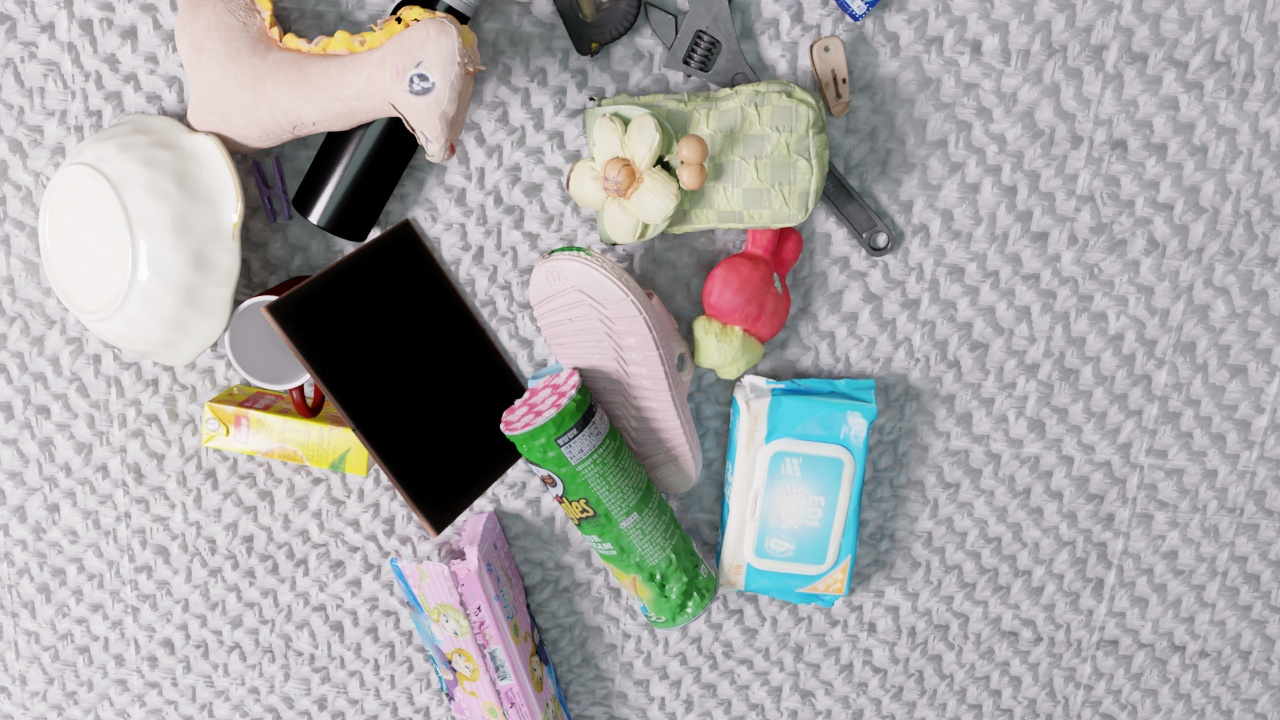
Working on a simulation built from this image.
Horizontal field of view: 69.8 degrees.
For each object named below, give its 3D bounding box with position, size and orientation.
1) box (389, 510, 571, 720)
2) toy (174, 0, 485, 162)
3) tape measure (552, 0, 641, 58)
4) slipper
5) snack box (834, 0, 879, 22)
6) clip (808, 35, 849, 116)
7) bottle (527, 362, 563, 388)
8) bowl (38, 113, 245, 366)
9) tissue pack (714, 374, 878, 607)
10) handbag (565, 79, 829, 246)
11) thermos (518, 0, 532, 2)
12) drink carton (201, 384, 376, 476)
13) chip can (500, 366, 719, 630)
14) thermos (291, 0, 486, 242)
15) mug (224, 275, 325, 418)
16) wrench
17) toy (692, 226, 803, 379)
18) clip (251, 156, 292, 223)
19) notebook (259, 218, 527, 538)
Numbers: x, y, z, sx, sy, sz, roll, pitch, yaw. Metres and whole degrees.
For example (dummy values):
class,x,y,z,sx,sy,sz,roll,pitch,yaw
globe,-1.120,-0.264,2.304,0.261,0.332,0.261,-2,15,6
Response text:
class,x,y,z,sx,sy,sz,roll,pitch,yaw
box,-0.140,0.256,0.796,0.097,0.085,0.230,-15,105,7
toy,-0.227,-0.217,0.625,0.265,0.065,0.196,-5,102,29
tape measure,-0.030,-0.262,0.669,0.063,0.038,0.067,-24,104,7
slipper,-0.004,0.004,0.722,0.094,0.064,0.239,-2,129,28
snack box,0.181,-0.328,0.653,0.082,0.027,0.150,42,102,-10
clip,0.144,-0.211,0.680,0.025,0.043,0.061,-17,100,7
bottle,-0.051,0.067,0.763,0.040,0.040,0.130,-20,105,6
bowl,-0.379,-0.086,0.670,0.220,0.060,0.188,-30,84,29
tissue pack,0.126,0.113,0.763,0.117,0.066,0.209,5,108,-1
handbag,0.037,-0.141,0.654,0.187,0.116,0.113,-3,104,19
thermos,-0.056,-0.358,0.619,0.052,0.052,0.224,19,98,-5
drink carton,-0.281,0.055,0.753,0.134,0.058,0.043,11,103,-2
chip can,-0.018,0.114,0.720,0.075,0.075,0.223,-29,113,8
thermos,-0.177,-0.200,0.676,0.061,0.061,0.231,32,104,-8
mug,-0.268,-0.008,0.721,0.073,0.082,0.106,-11,106,3
wrench,0.105,-0.182,0.700,0.073,0.018,0.273,-40,104,20
toy,0.083,-0.050,0.715,0.091,0.045,0.135,19,94,-46
clip,-0.292,-0.133,0.723,0.036,0.013,0.053,-20,108,7
notebook,-0.171,0.011,0.711,0.008,0.141,0.209,-18,110,49
